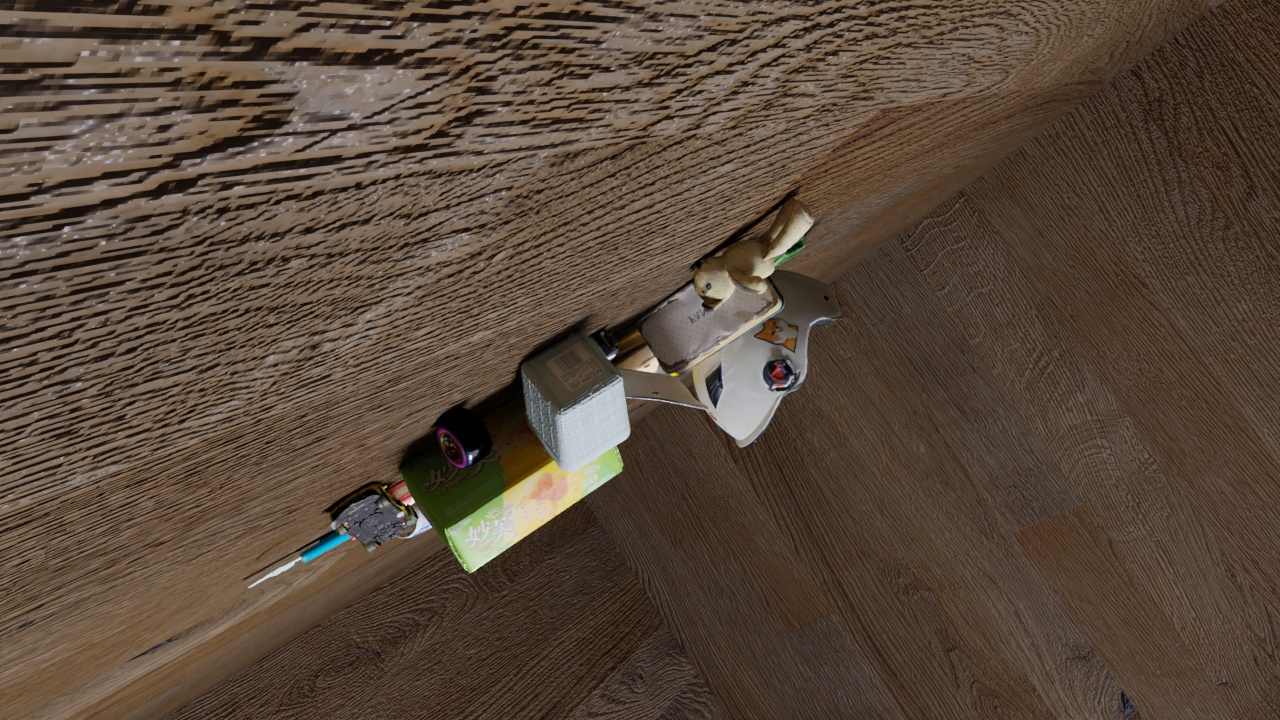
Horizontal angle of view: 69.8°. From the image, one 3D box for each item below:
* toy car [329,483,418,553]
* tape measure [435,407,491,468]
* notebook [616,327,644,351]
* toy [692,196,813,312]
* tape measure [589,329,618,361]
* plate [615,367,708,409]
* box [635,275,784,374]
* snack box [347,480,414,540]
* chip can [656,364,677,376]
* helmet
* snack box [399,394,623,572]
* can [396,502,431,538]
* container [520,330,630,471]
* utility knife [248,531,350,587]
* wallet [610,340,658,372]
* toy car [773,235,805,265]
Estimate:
[{"bbox_3d":[-0.313,0.180,1.072,0.071,0.041,0.156,-35,158,-8],"label":"toy car"},{"bbox_3d":[-0.179,0.078,0.937,0.039,0.058,0.057,-31,171,-37],"label":"tape measure"},{"bbox_3d":[0.011,-0.025,1.250,0.206,0.010,0.146,-34,162,5],"label":"notebook"},{"bbox_3d":[0.122,-0.119,1.011,0.157,0.066,0.105,-40,-145,17],"label":"toy"},{"bbox_3d":[-0.061,-0.002,1.050,0.066,0.033,0.066,-34,173,-19],"label":"tape measure"},{"bbox_3d":[-0.009,0.029,1.136,0.163,0.034,0.164,9,180,-24],"label":"plate"},{"bbox_3d":[0.090,-0.061,1.126,0.184,0.089,0.062,-31,171,11],"label":"box"},{"bbox_3d":[-0.308,0.176,1.187,0.152,0.025,0.075,-31,174,-28],"label":"snack box"},{"bbox_3d":[0.058,-0.016,1.437,0.072,0.072,0.213,-36,173,24],"label":"chip can"},{"bbox_3d":[0.162,-0.024,1.364,0.274,0.157,0.230,-58,-174,-5],"label":"helmet"},{"bbox_3d":[-0.149,0.125,1.045,0.209,0.070,0.158,-32,-148,-20],"label":"snack box"},{"bbox_3d":[-0.329,0.229,1.382,0.053,0.053,0.134,-35,174,12],"label":"can"},{"bbox_3d":[-0.068,0.040,0.954,0.090,0.090,0.112,-31,151,-19],"label":"container"},{"bbox_3d":[-0.406,0.237,1.177,0.034,0.018,0.217,-37,175,43],"label":"utility knife"},{"bbox_3d":[-0.007,0.007,1.247,0.087,0.024,0.115,-31,160,-10],"label":"wallet"},{"bbox_3d":[0.178,-0.146,1.199,0.091,0.036,0.043,-25,171,-38],"label":"toy car"}]
